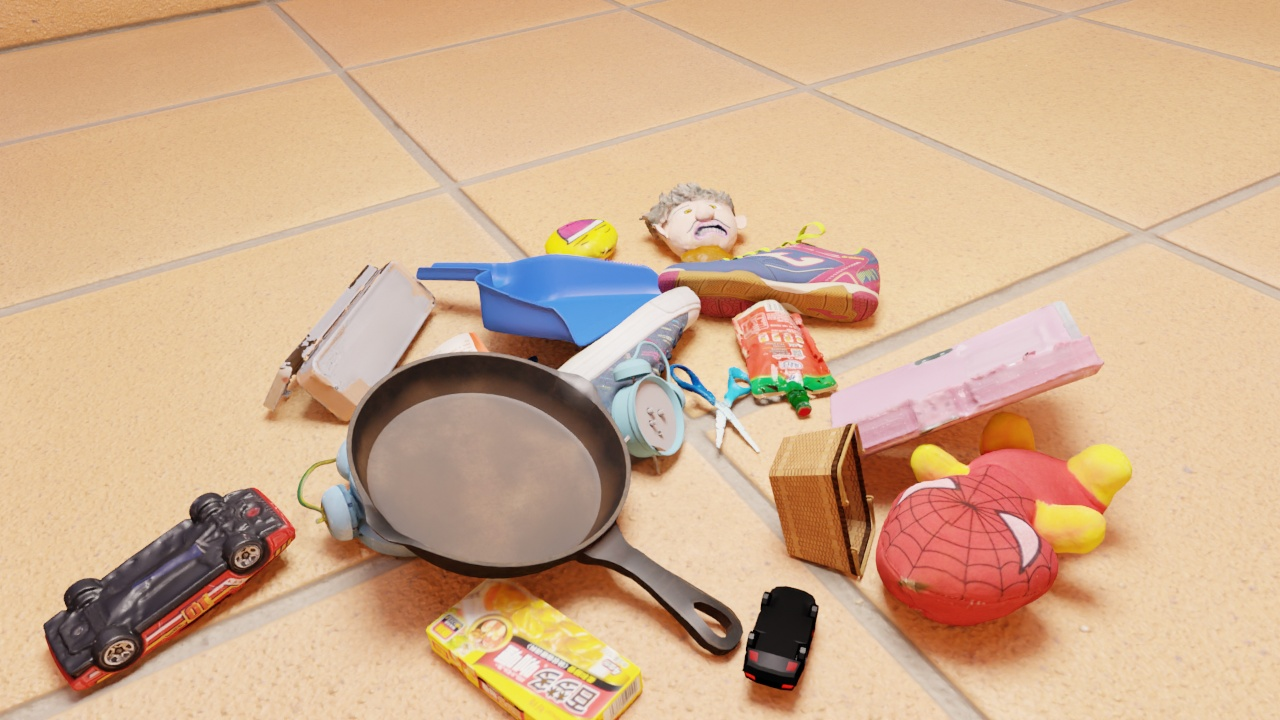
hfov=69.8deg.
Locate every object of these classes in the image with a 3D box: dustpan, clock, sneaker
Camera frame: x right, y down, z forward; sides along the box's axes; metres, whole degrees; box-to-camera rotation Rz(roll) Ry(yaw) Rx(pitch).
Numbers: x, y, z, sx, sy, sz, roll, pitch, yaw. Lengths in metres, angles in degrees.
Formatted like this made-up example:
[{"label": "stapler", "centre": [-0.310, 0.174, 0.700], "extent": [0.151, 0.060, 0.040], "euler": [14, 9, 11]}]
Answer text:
[{"label": "dustpan", "centre": [-0.132, -0.076, 1.013], "extent": [0.258, 0.059, 0.244], "euler": [3, 16, 23]}, {"label": "clock", "centre": [0.010, 0.036, 0.845], "extent": [0.042, 0.087, 0.123], "euler": [-19, 49, 34]}, {"label": "clock", "centre": [-0.213, 0.111, 0.797], "extent": [0.162, 0.060, 0.118], "euler": [-3, 36, -3]}, {"label": "sneaker", "centre": [0.142, -0.096, 1.022], "extent": [0.242, 0.116, 0.091], "euler": [5, 65, 6]}, {"label": "sneaker", "centre": [-0.005, 0.005, 0.925], "extent": [0.079, 0.088, 0.234], "euler": [47, 48, 6]}]

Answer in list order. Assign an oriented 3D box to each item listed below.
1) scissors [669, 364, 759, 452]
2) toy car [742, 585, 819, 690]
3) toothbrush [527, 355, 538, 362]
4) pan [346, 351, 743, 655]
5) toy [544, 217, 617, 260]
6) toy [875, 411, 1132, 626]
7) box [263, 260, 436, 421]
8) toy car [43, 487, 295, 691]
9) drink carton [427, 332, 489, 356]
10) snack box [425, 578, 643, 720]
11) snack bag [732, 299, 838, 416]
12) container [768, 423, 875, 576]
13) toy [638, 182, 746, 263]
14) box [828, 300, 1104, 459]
[{"label": "scissors", "centre": [0.068, 0.042, 0.884], "extent": [0.110, 0.015, 0.132], "euler": [18, 39, -5]}, {"label": "toy car", "centre": [0.102, 0.201, 0.662], "extent": [0.042, 0.036, 0.091], "euler": [11, 29, 17]}, {"label": "toothbrush", "centre": [-0.140, 0.038, 0.930], "extent": [0.021, 0.016, 0.132], "euler": [14, 42, 24]}, {"label": "pan", "centre": [-0.073, 0.121, 0.733], "extent": [0.356, 0.043, 0.247], "euler": [35, 42, 17]}, {"label": "toy", "centre": [-0.074, -0.149, 1.158], "extent": [0.094, 0.041, 0.095], "euler": [23, 47, 38]}, {"label": "toy", "centre": [0.267, 0.123, 0.697], "extent": [0.215, 0.099, 0.148], "euler": [-29, 28, -32]}, {"label": "box", "centre": [-0.302, -0.020, 0.989], "extent": [0.107, 0.095, 0.215], "euler": [22, 37, -4]}, {"label": "toy car", "centre": [-0.371, 0.176, 0.729], "extent": [0.189, 0.056, 0.082], "euler": [-37, 46, -28]}, {"label": "drink carton", "centre": [-0.150, 0.035, 0.883], "extent": [0.069, 0.039, 0.122], "euler": [-34, 81, -28]}, {"label": "snack box", "centre": [-0.078, 0.217, 0.666], "extent": [0.152, 0.025, 0.075], "euler": [24, 45, 34]}, {"label": "snack bag", "centre": [0.147, -0.001, 0.935], "extent": [0.087, 0.044, 0.155], "euler": [-5, 40, -8]}, {"label": "container", "centre": [0.145, 0.109, 0.727], "extent": [0.061, 0.114, 0.063], "euler": [0, 34, 28]}, {"label": "toy", "centre": [0.071, -0.164, 1.138], "extent": [0.132, 0.076, 0.175], "euler": [-10, 44, -7]}, {"label": "box", "centre": [0.268, 0.028, 0.790], "extent": [0.233, 0.059, 0.179], "euler": [-24, 4, 23]}]
